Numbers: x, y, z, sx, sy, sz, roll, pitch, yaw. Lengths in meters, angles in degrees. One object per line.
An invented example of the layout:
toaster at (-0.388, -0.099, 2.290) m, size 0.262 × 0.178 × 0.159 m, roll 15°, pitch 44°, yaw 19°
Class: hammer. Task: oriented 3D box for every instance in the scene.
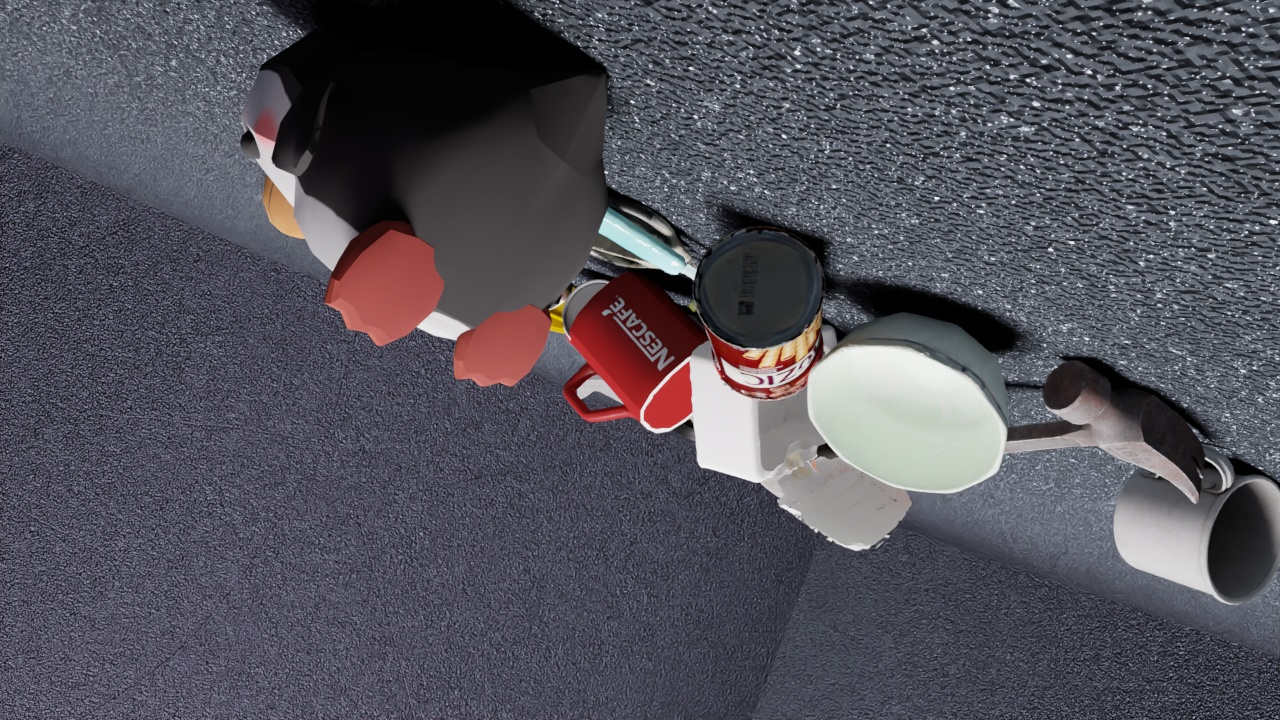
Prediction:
hammer at (0.231, 0.065, 0.649) m, size 0.137 × 0.035 × 0.315 m, roll 26°, pitch 161°, yaw -18°

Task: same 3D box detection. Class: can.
can at (-0.020, -0.026, 0.858) m, size 0.070 × 0.070 × 0.132 m, roll 20°, pitch 173°, yaw 22°

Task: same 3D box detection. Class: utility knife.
utility knife at (-0.001, -0.071, 0.558) m, size 0.141 × 0.015 × 0.022 m, roll 29°, pitch 146°, yaw -27°

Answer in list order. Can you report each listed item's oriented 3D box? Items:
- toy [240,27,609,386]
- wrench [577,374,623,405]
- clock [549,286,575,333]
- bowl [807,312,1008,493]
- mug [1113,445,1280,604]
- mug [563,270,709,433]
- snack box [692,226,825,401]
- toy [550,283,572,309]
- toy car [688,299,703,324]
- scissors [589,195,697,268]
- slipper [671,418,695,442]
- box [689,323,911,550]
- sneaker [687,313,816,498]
toy at (-0.108, -0.099, 0.425) m, size 0.184 × 0.140 × 0.159 m, roll 36°, pitch -177°, yaw 35°
wrench at (0.046, 0.013, 0.789) m, size 0.083 × 0.018 × 0.274 m, roll 36°, pitch 146°, yaw -29°
clock at (-0.123, -0.068, 0.964) m, size 0.152 × 0.052 × 0.113 m, roll 16°, pitch 173°, yaw 14°
bowl at (0.164, 0.017, 0.544) m, size 0.117 × 0.061 × 0.118 m, roll 23°, pitch 141°, yaw 20°
mug at (0.364, 0.098, 0.605) m, size 0.113 × 0.084 × 0.070 m, roll 61°, pitch 161°, yaw -19°
mug at (-0.004, 0.004, 0.721) m, size 0.096 × 0.116 × 0.080 m, roll 48°, pitch -176°, yaw 30°
snack box at (0.072, -0.023, 0.535) m, size 0.072 × 0.072 × 0.121 m, roll 21°, pitch 170°, yaw 14°
toy at (-0.124, -0.052, 0.839) m, size 0.123 × 0.038 × 0.079 m, roll 9°, pitch -150°, yaw 27°
toy car at (0.062, -0.032, 0.699) m, size 0.038 × 0.027 × 0.089 m, roll 45°, pitch -179°, yaw 13°
scissors at (0.020, -0.070, 0.608) m, size 0.171 × 0.012 × 0.157 m, roll 14°, pitch 169°, yaw 29°
slipper at (0.023, 0.008, 0.985) m, size 0.113 × 0.076 × 0.268 m, roll 20°, pitch -168°, yaw -39°
box at (0.118, 0.058, 0.635) m, size 0.107 × 0.152 × 0.132 m, roll -20°, pitch -157°, yaw -38°
sneaker at (0.111, 0.030, 0.856) m, size 0.236 × 0.089 × 0.099 m, roll 47°, pitch 141°, yaw -12°
